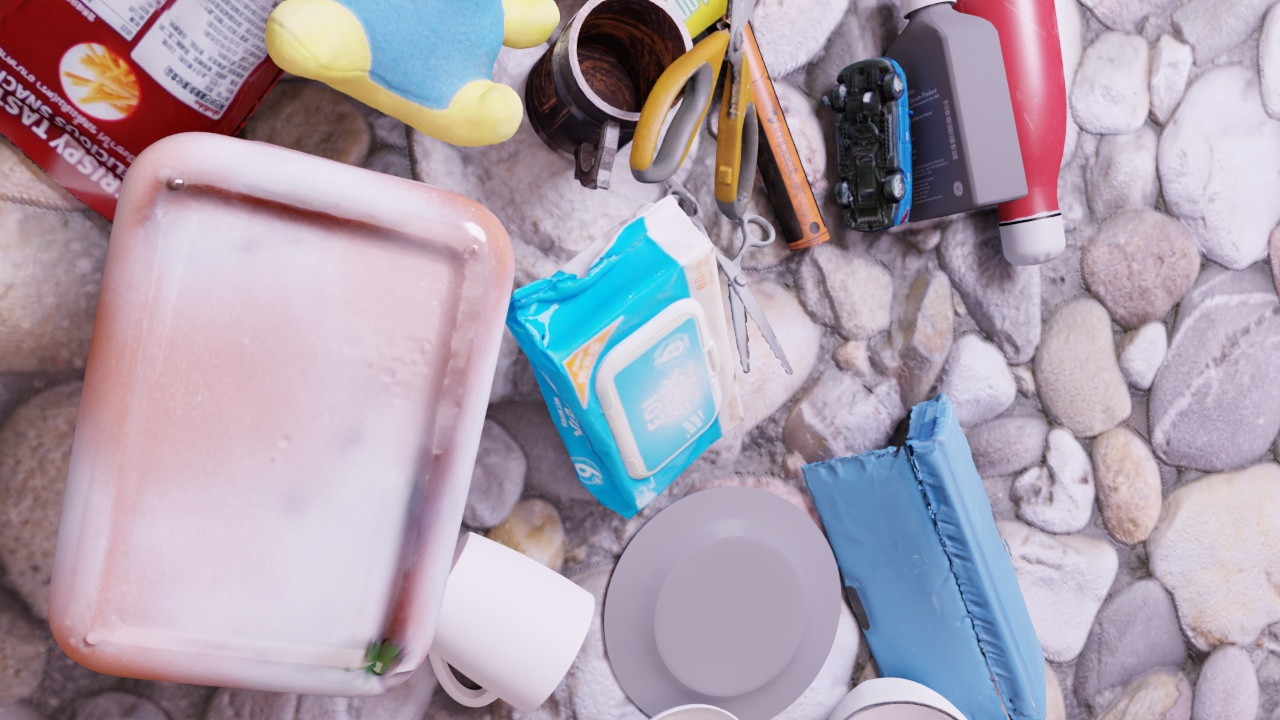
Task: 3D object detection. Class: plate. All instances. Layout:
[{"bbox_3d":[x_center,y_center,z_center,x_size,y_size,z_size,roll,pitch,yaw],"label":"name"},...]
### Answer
[{"bbox_3d":[0.028,0.280,0.629,0.104,0.026,0.104,-2,98,-14],"label":"plate"},{"bbox_3d":[0.062,0.177,0.643,0.178,0.012,0.178,-1,94,-16],"label":"plate"}]

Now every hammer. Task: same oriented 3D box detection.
[{"bbox_3d":[0.073,-0.228,0.625,0.137,0.035,0.314,-24,101,-8],"label":"hammer"}]

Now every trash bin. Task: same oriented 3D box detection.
[{"bbox_3d":[-0.175,0.026,0.474,0.181,0.157,0.260,12,97,-17],"label":"trash bin"}]

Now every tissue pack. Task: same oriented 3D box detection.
[{"bbox_3d":[-0.003,0.003,0.546,0.116,0.066,0.209,-38,143,-16],"label":"tissue pack"}]

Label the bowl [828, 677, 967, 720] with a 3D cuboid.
[{"bbox_3d":[0.181,0.277,0.646,0.116,0.065,0.116,1,99,7],"label":"bowl"}]

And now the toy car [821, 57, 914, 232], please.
[{"bbox_3d":[0.166,-0.152,0.653,0.043,0.056,0.120,-14,102,-43],"label":"toy car"}]

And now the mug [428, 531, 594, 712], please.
[{"bbox_3d":[-0.096,0.169,0.570,0.087,0.080,0.114,35,112,-10],"label":"mug"}]

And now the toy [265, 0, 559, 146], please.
[{"bbox_3d":[-0.104,-0.227,0.488,0.148,0.084,0.214,18,88,-39],"label":"toy"}]

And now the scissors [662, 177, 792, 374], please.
[{"bbox_3d":[0.051,-0.062,0.603,0.147,0.014,0.141,32,47,-9],"label":"scissors"}]

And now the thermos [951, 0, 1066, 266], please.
[{"bbox_3d":[0.274,-0.189,0.675,0.073,0.073,0.240,-13,96,-17],"label":"thermos"}]

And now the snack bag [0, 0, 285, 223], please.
[{"bbox_3d":[-0.263,-0.180,0.496,0.139,0.066,0.208,42,95,-20],"label":"snack bag"}]

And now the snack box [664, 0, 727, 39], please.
[{"bbox_3d":[0.013,-0.295,0.572,0.132,0.027,0.168,-39,103,-3],"label":"snack box"}]

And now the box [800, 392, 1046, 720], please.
[{"bbox_3d":[0.212,0.155,0.686,0.112,0.094,0.231,-18,101,27],"label":"box"}]

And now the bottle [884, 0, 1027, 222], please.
[{"bbox_3d":[0.215,-0.192,0.651,0.046,0.084,0.174,-13,94,-18],"label":"bottle"}]

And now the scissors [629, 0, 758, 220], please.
[{"bbox_3d":[0.045,-0.164,0.531,0.228,0.016,0.226,-52,149,-44],"label":"scissors"}]

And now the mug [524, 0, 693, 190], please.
[{"bbox_3d":[-0.024,-0.154,0.560,0.080,0.107,0.115,11,88,-18],"label":"mug"}]
